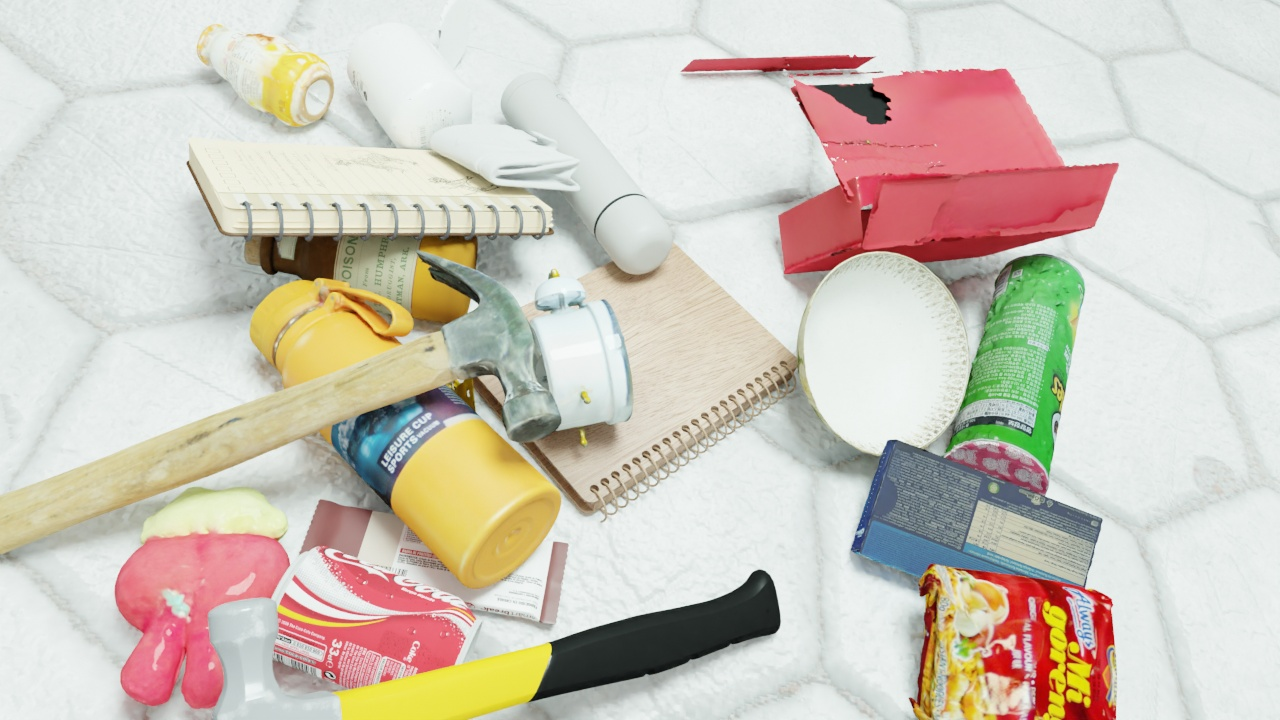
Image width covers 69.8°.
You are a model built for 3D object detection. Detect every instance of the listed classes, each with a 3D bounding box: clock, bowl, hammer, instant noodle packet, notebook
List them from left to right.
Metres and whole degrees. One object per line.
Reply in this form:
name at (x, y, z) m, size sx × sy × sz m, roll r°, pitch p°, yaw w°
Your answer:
hammer at (-0.218, 0.036, 0.518) m, size 0.330 × 0.033 × 0.132 m, roll -21°, pitch 63°, yaw -2°
notebook at (-0.190, -0.123, 0.657) m, size 0.225 × 0.024 × 0.167 m, roll -5°, pitch 29°, yaw -32°
hammer at (-0.049, 0.164, 0.487) m, size 0.322 × 0.029 × 0.127 m, roll -3°, pitch 82°, yaw -34°
clock at (-0.043, -0.007, 0.607) m, size 0.057 × 0.083 × 0.117 m, roll -12°, pitch 56°, yaw -13°
notebook at (-0.004, 0.004, 0.674) m, size 0.209 × 0.022 × 0.169 m, roll -31°, pitch 64°, yaw -31°
bowl at (0.165, -0.002, 0.675) m, size 0.145 × 0.063 × 0.145 m, roll 2°, pitch 84°, yaw -21°
instant noodle packet at (0.230, 0.182, 0.567) m, size 0.135 × 0.040 × 0.098 m, roll 9°, pitch 75°, yaw -8°

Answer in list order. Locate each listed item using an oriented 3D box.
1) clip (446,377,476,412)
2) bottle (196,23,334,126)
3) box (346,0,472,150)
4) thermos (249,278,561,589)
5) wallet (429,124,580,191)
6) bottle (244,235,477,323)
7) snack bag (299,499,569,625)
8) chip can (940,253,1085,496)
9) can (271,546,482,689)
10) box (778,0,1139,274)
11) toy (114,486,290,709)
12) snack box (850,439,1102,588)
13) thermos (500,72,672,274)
clip at (-0.130, 0.025, 0.617) m, size 0.050 × 0.054 × 0.044 m, roll 13°, pitch 30°, yaw 27°
bottle at (-0.311, -0.239, 0.758) m, size 0.109 × 0.063 × 0.063 m, roll 27°, pitch 52°, yaw 7°
box at (-0.175, -0.248, 0.791) m, size 0.143 × 0.083 × 0.137 m, roll -28°, pitch 63°, yaw -24°
thermos at (-0.149, 0.031, 0.572) m, size 0.233 × 0.076 × 0.091 m, roll 39°, pitch 77°, yaw 24°
wallet at (-0.104, -0.162, 0.711) m, size 0.086 × 0.032 × 0.116 m, roll -11°, pitch 32°, yaw -37°
bottle at (-0.199, -0.070, 0.654) m, size 0.157 × 0.068 × 0.067 m, roll 9°, pitch 52°, yaw -7°
snack bag at (-0.125, 0.122, 0.559) m, size 0.158 × 0.013 × 0.056 m, roll 10°, pitch 51°, yaw -5°
chip can at (0.292, 0.008, 0.709) m, size 0.075 × 0.076 × 0.222 m, roll 27°, pitch 52°, yaw 7°
can at (-0.145, 0.148, 0.501) m, size 0.105 × 0.064 × 0.064 m, roll 21°, pitch 51°, yaw 0°
box at (0.275, -0.198, 0.587) m, size 0.215 × 0.512 × 0.141 m, roll -7°, pitch 71°, yaw -17°
toy at (-0.241, 0.125, 0.507) m, size 0.091 × 0.045 × 0.135 m, roll -6°, pitch 49°, yaw -6°
snack box at (0.225, 0.118, 0.617) m, size 0.150 × 0.027 × 0.082 m, roll 21°, pitch 82°, yaw 2°
thermos at (-0.046, -0.155, 0.751) m, size 0.052 × 0.052 × 0.224 m, roll -18°, pitch 54°, yaw -25°
